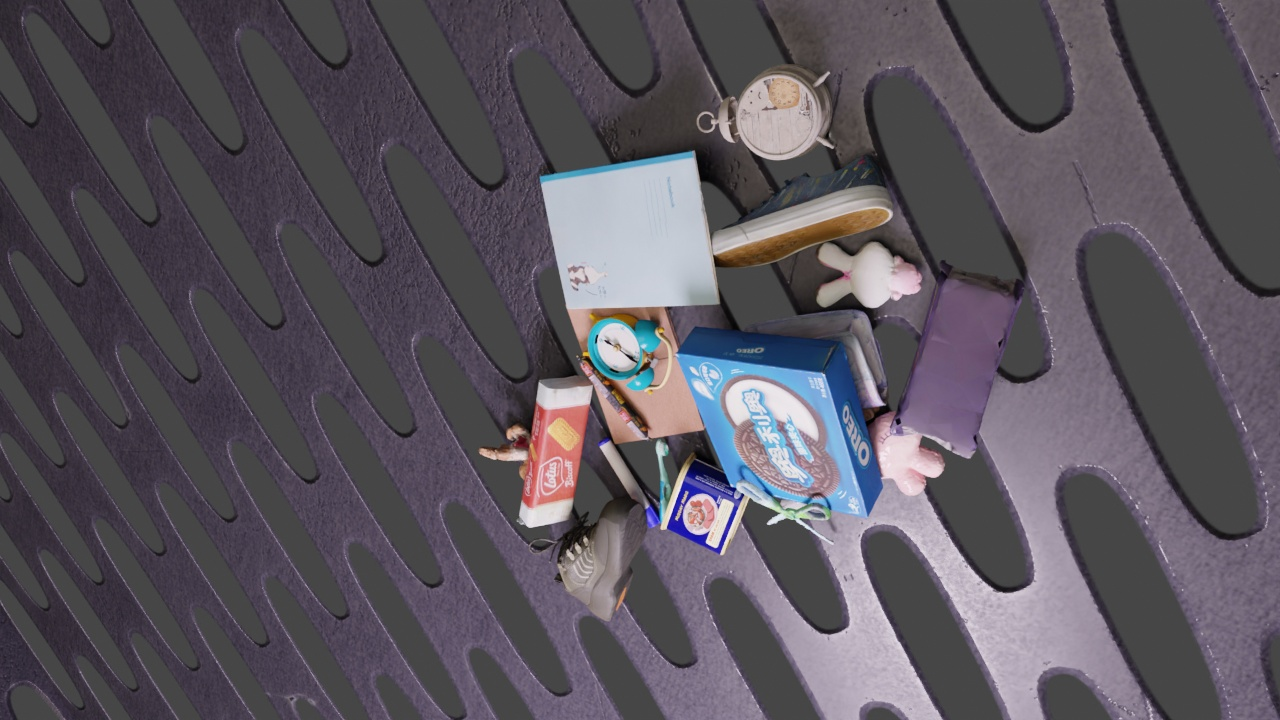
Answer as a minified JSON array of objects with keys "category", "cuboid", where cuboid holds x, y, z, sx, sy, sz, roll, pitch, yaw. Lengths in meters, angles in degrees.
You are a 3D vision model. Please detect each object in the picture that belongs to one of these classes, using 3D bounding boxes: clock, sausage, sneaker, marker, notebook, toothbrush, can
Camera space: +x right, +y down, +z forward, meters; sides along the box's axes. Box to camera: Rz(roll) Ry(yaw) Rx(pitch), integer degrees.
[{"category":"clock","cuboid":[-0.016,-0.013,1.201,0.130,0.043,0.099,22,118,23]},{"category":"sausage","cuboid":[-0.036,0.051,1.247,0.020,0.020,0.155,-39,92,31]},{"category":"sneaker","cuboid":[-0.075,0.259,1.312,0.143,0.100,0.238,24,131,14]},{"category":"clock","cuboid":[0.136,-0.272,1.025,0.157,0.061,0.103,0,110,23]},{"category":"marker","cuboid":[-0.015,0.172,1.299,0.020,0.020,0.141,-28,97,31]},{"category":"notebook","cuboid":[-0.019,-0.153,1.131,0.254,0.009,0.181,1,108,41]},{"category":"notebook","cuboid":[-0.007,0.007,1.235,0.142,0.008,0.209,-12,105,28]},{"category":"toothbrush","cuboid":[0.034,0.174,1.277,0.017,0.022,0.135,16,117,45]},{"category":"can","cuboid":[0.090,0.196,1.238,0.092,0.056,0.116,24,118,13]},{"category":"sneaker","cuboid":[0.168,-0.170,1.047,0.236,0.087,0.079,-15,71,33]}]

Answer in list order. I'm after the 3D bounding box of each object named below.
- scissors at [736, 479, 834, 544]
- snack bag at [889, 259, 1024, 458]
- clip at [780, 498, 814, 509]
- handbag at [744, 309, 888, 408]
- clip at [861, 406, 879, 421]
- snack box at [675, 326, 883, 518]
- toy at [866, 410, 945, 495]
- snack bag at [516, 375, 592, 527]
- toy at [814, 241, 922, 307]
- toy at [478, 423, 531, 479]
[{"category":"scissors","cuboid":[0.186,0.191,1.162,0.172,0.023,0.172,23,157,-7]},{"category":"snack bag","cuboid":[0.350,0.000,1.018,0.096,0.058,0.205,16,103,17]},{"category":"clip","cuboid":[0.219,0.172,1.181,0.102,0.045,0.055,-10,118,27]},{"category":"handbag","cuboid":[0.207,0.008,1.106,0.159,0.069,0.126,-9,123,29]},{"category":"clip","cuboid":[0.264,0.068,1.121,0.059,0.052,0.026,-26,101,4]},{"category":"snack box","cuboid":[0.165,0.071,1.081,0.196,0.056,0.239,8,137,38]},{"category":"toy","cuboid":[0.310,0.114,1.107,0.105,0.053,0.109,35,123,1]},{"category":"snack bag","cuboid":[-0.120,0.129,1.289,0.041,0.077,0.225,34,121,47]},{"category":"toy","cuboid":[0.260,-0.097,1.053,0.123,0.038,0.079,7,101,23]},{"category":"toy","cuboid":[-0.171,0.142,1.335,0.106,0.074,0.085,43,148,-21]}]
